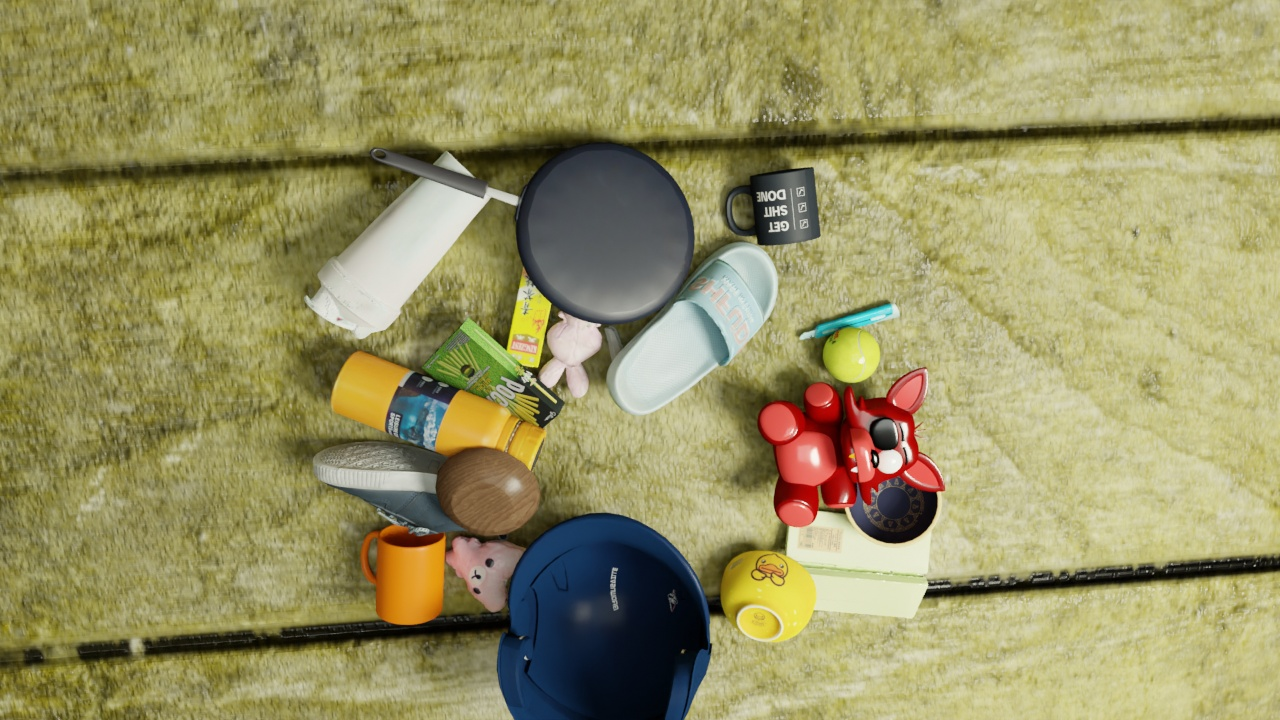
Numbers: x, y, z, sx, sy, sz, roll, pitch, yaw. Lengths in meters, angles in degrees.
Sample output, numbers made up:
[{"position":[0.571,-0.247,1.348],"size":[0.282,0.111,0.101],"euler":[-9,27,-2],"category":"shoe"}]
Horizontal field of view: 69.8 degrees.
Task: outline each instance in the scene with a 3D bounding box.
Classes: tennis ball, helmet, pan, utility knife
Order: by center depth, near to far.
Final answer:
[{"position":[-0.108,-0.161,0.969],"size":[0.356,0.021,0.198],"euler":[17,81,-14],"category":"pan"},{"position":[-0.033,0.291,1.041],"size":[0.232,0.222,0.273],"euler":[2,113,10],"category":"helmet"},{"position":[0.248,-0.007,1.077],"size":[0.065,0.065,0.065],"euler":[-1,103,-4],"category":"tennis ball"},{"position":[0.248,-0.044,1.095],"size":[0.124,0.015,0.022],"euler":[-17,133,1],"category":"utility knife"}]

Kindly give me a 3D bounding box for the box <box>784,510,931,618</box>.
[{"position":[0.268,0.258,1.152],"size":[0.187,0.047,0.141],"euler":[8,100,-6],"category":"box"}]

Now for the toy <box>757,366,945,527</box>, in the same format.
[{"position":[0.242,0.100,1.060],"size":[0.197,0.120,0.158],"euler":[-11,101,10],"category":"toy"}]

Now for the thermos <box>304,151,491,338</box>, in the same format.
[{"position":[-0.257,-0.122,1.001],"size":[0.099,0.099,0.220],"euler":[43,92,-12],"category":"thermos"}]

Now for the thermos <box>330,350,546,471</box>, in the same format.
[{"position":[-0.225,0.069,1.036],"size":[0.232,0.076,0.092],"euler":[21,140,1],"category":"thermos"}]

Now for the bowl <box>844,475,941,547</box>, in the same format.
[{"position":[0.308,0.172,1.118],"size":[0.112,0.061,0.112],"euler":[-4,76,17],"category":"bowl"}]

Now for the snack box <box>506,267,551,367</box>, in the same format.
[{"position":[-0.122,-0.068,1.053],"size":[0.040,0.029,0.148],"euler":[11,102,-7],"category":"snack box"}]

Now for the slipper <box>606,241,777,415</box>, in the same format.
[{"position":[0.067,-0.031,1.034],"size":[0.245,0.074,0.104],"euler":[-43,106,-10],"category":"slipper"}]

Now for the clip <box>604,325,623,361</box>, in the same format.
[{"position":[-0.007,0.006,1.078],"size":[0.054,0.040,0.102],"euler":[-9,104,10],"category":"clip"}]

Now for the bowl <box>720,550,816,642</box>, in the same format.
[{"position":[0.151,0.296,1.113],"size":[0.117,0.067,0.117],"euler":[9,121,15],"category":"bowl"}]

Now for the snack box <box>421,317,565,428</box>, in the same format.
[{"position":[-0.169,0.028,1.056],"size":[0.147,0.025,0.080],"euler":[42,123,-12],"category":"snack box"}]

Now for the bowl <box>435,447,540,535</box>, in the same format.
[{"position":[-0.170,0.151,1.004],"size":[0.118,0.030,0.118],"euler":[2,120,4],"category":"bowl"}]

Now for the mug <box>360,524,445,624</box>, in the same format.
[{"position":[-0.288,0.248,1.094],"size":[0.113,0.077,0.096],"euler":[10,103,22],"category":"mug"}]

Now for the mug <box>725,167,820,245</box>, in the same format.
[{"position":[0.147,-0.172,1.036],"size":[0.105,0.071,0.077],"euler":[-3,104,23],"category":"mug"}]

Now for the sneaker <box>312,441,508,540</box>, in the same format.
[{"position":[-0.263,0.157,1.067],"size":[0.235,0.089,0.087],"euler":[14,106,-12],"category":"sneaker"}]

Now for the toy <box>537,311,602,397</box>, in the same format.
[{"position":[-0.080,-0.012,1.061],"size":[0.063,0.047,0.110],"euler":[17,108,-5],"category":"toy"}]

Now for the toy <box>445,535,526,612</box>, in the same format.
[{"position":[-0.190,0.248,1.107],"size":[0.096,0.052,0.099],"euler":[29,111,2],"category":"toy"}]
